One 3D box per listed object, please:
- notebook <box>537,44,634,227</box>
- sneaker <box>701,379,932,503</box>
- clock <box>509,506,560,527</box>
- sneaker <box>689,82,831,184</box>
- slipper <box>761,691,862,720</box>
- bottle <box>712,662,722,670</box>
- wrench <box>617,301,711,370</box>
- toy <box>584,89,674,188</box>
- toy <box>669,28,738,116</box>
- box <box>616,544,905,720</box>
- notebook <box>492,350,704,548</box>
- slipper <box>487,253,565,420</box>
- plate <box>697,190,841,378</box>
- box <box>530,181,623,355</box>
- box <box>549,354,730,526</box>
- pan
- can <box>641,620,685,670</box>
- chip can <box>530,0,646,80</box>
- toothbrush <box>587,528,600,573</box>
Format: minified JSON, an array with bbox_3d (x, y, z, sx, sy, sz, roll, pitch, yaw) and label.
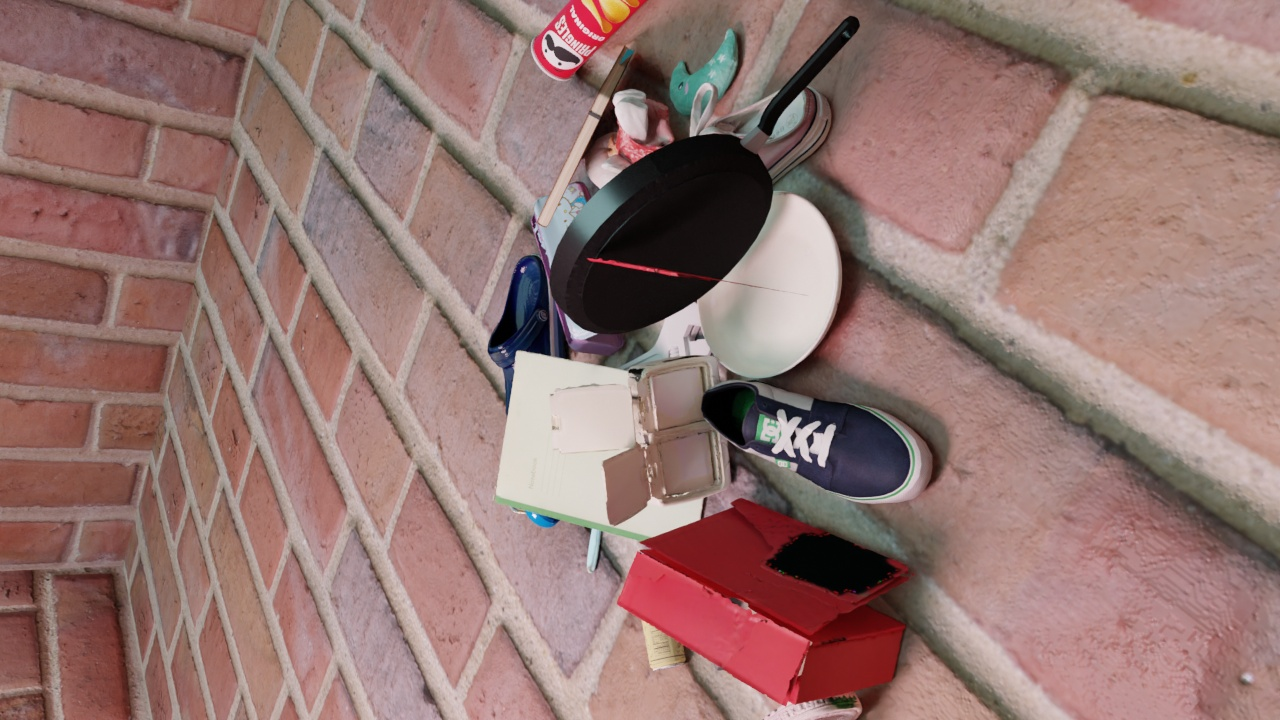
[{"bbox_3d":[-0.056,-0.275,1.063,0.179,0.014,0.248,-59,10,29],"label":"notebook"},{"bbox_3d":[0.146,0.069,0.824,0.236,0.079,0.084,20,99,49],"label":"sneaker"},{"bbox_3d":[-0.090,0.134,1.073,0.162,0.060,0.116,-21,83,21],"label":"clock"},{"bbox_3d":[0.079,-0.203,0.935,0.242,0.087,0.118,-32,61,43],"label":"sneaker"},{"bbox_3d":[0.124,0.367,0.801,0.240,0.094,0.064,-60,40,34],"label":"slipper"},{"bbox_3d":[0.062,0.258,0.926,0.047,0.047,0.112,-54,48,31],"label":"bottle"},{"bbox_3d":[-0.006,0.006,1.066,0.274,0.018,0.086,-26,66,47],"label":"wrench"},{"bbox_3d":[-0.017,-0.225,1.011,0.195,0.084,0.158,124,165,-71],"label":"toy"},{"bbox_3d":[0.066,-0.311,1.012,0.105,0.033,0.085,-10,66,50],"label":"toy"},{"bbox_3d":[0.067,0.323,0.797,0.214,0.153,0.325,15,81,50],"label":"box"},{"bbox_3d":[-0.041,0.098,1.013,0.253,0.010,0.182,11,94,23],"label":"notebook"},{"bbox_3d":[-0.156,-0.017,1.193,0.105,0.095,0.252,-13,72,46],"label":"slipper"},{"bbox_3d":[0.129,-0.072,0.898,0.183,0.034,0.182,-9,78,49],"label":"plate"},{"bbox_3d":[-0.076,-0.111,1.105,0.096,0.077,0.214,106,150,-56],"label":"box"},{"bbox_3d":[0.011,0.077,0.878,0.069,0.191,0.143,1,101,59],"label":"box"},{"bbox_3d":[0.066,-0.149,0.804,0.357,0.225,0.034,-46,63,22],"label":"pan"},{"bbox_3d":[0.022,0.285,0.975,0.038,0.038,0.079,-33,61,43],"label":"can"},{"bbox_3d":[-0.047,-0.438,1.134,0.221,0.069,0.069,-30,63,44],"label":"chip can"},{"bbox_3d":[-0.050,0.165,1.098,0.016,0.016,0.180,9,93,50],"label":"toothbrush"}]
